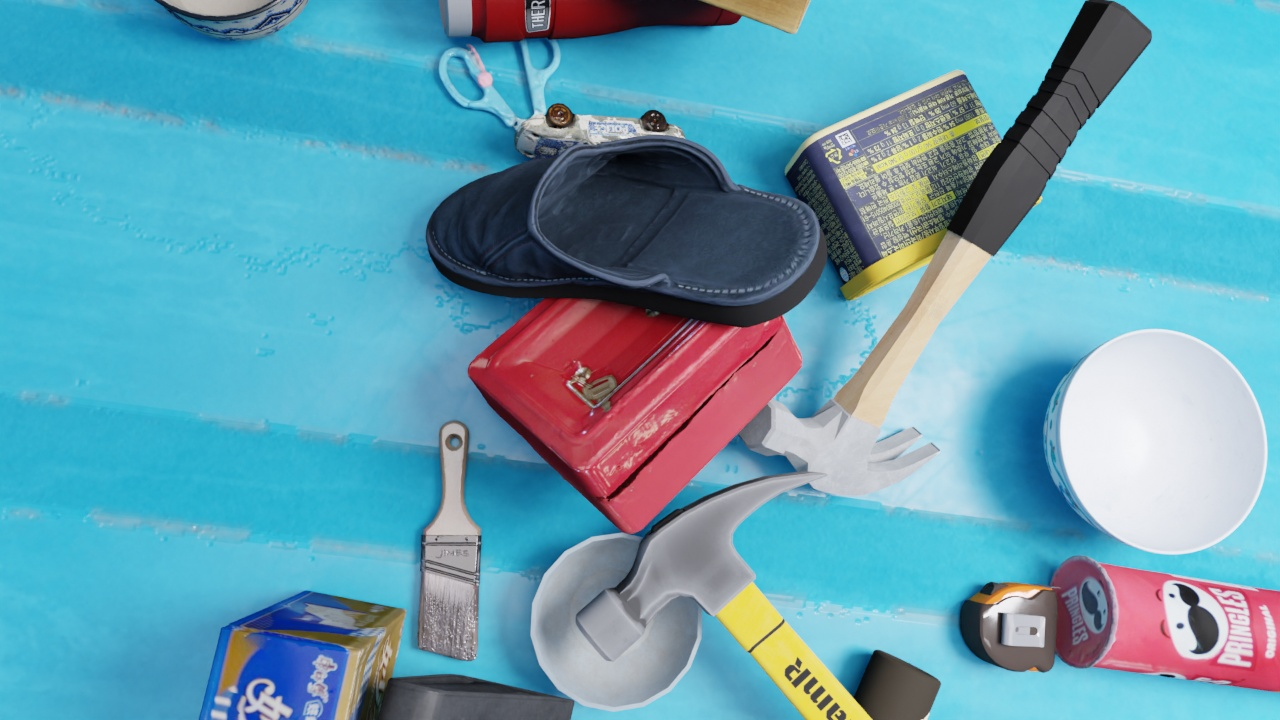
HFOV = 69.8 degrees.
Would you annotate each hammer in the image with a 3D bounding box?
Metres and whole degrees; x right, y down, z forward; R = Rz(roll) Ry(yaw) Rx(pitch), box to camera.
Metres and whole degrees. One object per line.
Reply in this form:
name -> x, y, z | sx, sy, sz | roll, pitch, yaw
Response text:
hammer -> 0.194, -0.059, 0.564 | 0.131, 0.039, 0.329 | 22, 107, -28
hammer -> 0.123, 0.214, 0.550 | 0.169, 0.034, 0.324 | -40, 90, -7

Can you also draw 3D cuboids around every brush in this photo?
brush -> -0.120, 0.114, 0.586 | 0.039, 0.012, 0.151 | 2, 82, -7

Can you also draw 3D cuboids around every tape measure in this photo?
tape measure -> 0.249, 0.177, 0.613 | 0.059, 0.038, 0.058 | 9, 81, -6

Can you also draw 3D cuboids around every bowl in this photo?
bowl -> 0.330, 0.056, 0.621 | 0.144, 0.074, 0.144 | 1, 82, -7
bowl -> -0.017, 0.162, 0.580 | 0.106, 0.039, 0.106 | 1, 82, -7
bowl -> -0.264, -0.260, 0.592 | 0.115, 0.059, 0.115 | 1, 82, -7

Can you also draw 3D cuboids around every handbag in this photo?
handbag -> -0.118, 0.244, 0.446 | 0.072, 0.196, 0.175 | 5, 70, 20

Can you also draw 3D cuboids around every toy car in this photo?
toy car -> -0.027, -0.141, 0.609 | 0.112, 0.048, 0.040 | 0, 79, -15

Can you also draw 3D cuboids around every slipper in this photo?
slipper -> -0.027, -0.091, 0.525 | 0.266, 0.083, 0.108 | 13, 60, 33

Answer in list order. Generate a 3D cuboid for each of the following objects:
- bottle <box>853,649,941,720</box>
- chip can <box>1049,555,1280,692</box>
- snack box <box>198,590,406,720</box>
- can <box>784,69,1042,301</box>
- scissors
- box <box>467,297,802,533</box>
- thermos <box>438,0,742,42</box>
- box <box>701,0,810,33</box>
bottle -> 0.134, 0.279, 0.582 | 0.045, 0.045, 0.184 | 26, 83, -4
chip can -> 0.400, 0.185, 0.617 | 0.233, 0.073, 0.073 | 10, 81, -7
snack box -> -0.189, 0.237, 0.488 | 0.069, 0.155, 0.202 | 11, 81, -5
can -> 0.181, -0.119, 0.626 | 0.135, 0.075, 0.104 | -26, 84, -10
scissors -> -0.068, -0.173, 0.634 | 0.095, 0.015, 0.142 | -40, 95, -12
box -> -0.001, 0.007, 0.550 | 0.157, 0.130, 0.098 | -41, 133, -13
thermos -> -0.035, -0.267, 0.614 | 0.198, 0.084, 0.108 | -7, 49, -13
box -> 0.015, -0.383, 0.450 | 0.279, 0.337, 0.285 | 22, 56, 3
